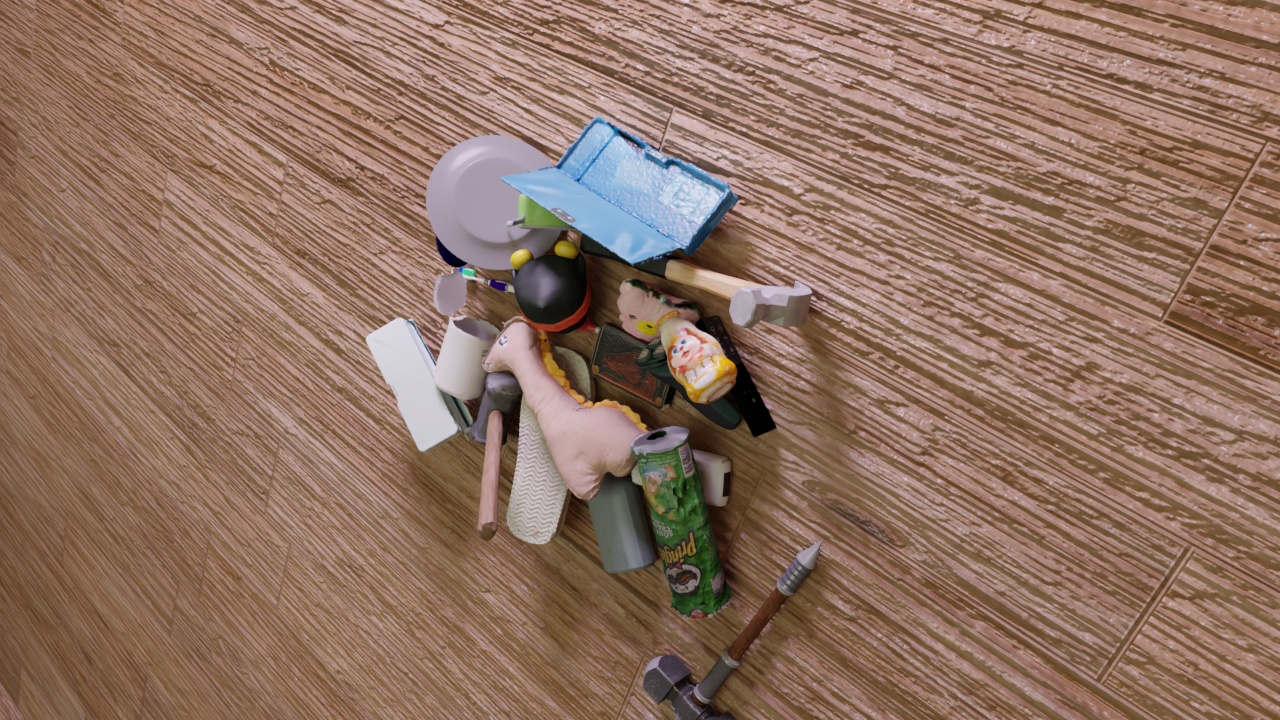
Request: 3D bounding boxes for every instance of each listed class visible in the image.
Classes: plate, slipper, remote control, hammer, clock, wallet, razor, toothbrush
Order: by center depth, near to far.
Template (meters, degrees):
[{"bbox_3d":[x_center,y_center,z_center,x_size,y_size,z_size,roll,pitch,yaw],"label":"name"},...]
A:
[{"bbox_3d":[0.050,-0.101,1.049,0.328,0.131,0.039,24,111,42],"label":"hammer"},{"bbox_3d":[0.110,0.016,1.060,0.013,0.034,0.150,-35,76,38],"label":"remote control"},{"bbox_3d":[0.060,0.030,1.081,0.143,0.047,0.052,41,158,2],"label":"razor"},{"bbox_3d":[0.128,0.331,1.098,0.156,0.043,0.323,42,117,24],"label":"hammer"},{"bbox_3d":[0.048,0.136,1.132,0.139,0.025,0.060,11,104,33],"label":"remote control"},{"bbox_3d":[-0.103,-0.183,1.133,0.094,0.119,0.042,-152,64,-73],"label":"clock"},{"bbox_3d":[-0.007,0.007,1.155,0.123,0.019,0.072,27,112,31],"label":"wallet"},{"bbox_3d":[-0.188,0.124,1.168,0.328,0.052,0.098,-103,31,-63],"label":"hammer"},{"bbox_3d":[-0.183,-0.204,1.173,0.012,0.178,0.178,148,106,-76],"label":"plate"},{"bbox_3d":[-0.120,0.113,1.230,0.115,0.052,0.263,12,92,25],"label":"slipper"},{"bbox_3d":[-0.189,-0.104,1.277,0.187,0.015,0.016,19,103,33],"label":"toothbrush"}]

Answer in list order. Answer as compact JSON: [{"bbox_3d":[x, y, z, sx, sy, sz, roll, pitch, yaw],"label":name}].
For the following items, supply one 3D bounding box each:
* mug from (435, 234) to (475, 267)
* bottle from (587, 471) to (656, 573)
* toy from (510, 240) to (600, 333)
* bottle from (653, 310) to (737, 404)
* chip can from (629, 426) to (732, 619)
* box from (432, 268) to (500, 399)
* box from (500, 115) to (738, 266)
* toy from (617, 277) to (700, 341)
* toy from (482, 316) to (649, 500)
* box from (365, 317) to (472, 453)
[{"bbox_3d":[-0.199,-0.161,1.223,0.112,0.096,0.079,21,109,33],"label":"mug"},{"bbox_3d":[-0.032,0.190,1.187,0.072,0.046,0.161,-16,88,37],"label":"bottle"},{"bbox_3d":[-0.106,-0.080,1.164,0.098,0.119,0.099,-10,59,13],"label":"toy"},{"bbox_3d":[0.059,-0.006,1.032,0.063,0.063,0.108,-47,69,32],"label":"bottle"},{"bbox_3d":[0.048,0.190,1.083,0.076,0.075,0.223,-5,107,37],"label":"chip can"},{"bbox_3d":[-0.252,-0.036,1.288,0.119,0.084,0.160,33,113,25],"label":"box"},{"bbox_3d":[-0.026,-0.188,1.061,0.232,0.172,0.066,37,153,32],"label":"box"},{"bbox_3d":[0.011,-0.056,1.102,0.102,0.050,0.093,26,140,-13],"label":"toy"},{"bbox_3d":[-0.083,0.042,1.165,0.196,0.065,0.264,-29,69,7],"label":"toy"},{"bbox_3d":[-0.313,0.036,1.352,0.086,0.096,0.198,-30,78,5],"label":"box"}]
